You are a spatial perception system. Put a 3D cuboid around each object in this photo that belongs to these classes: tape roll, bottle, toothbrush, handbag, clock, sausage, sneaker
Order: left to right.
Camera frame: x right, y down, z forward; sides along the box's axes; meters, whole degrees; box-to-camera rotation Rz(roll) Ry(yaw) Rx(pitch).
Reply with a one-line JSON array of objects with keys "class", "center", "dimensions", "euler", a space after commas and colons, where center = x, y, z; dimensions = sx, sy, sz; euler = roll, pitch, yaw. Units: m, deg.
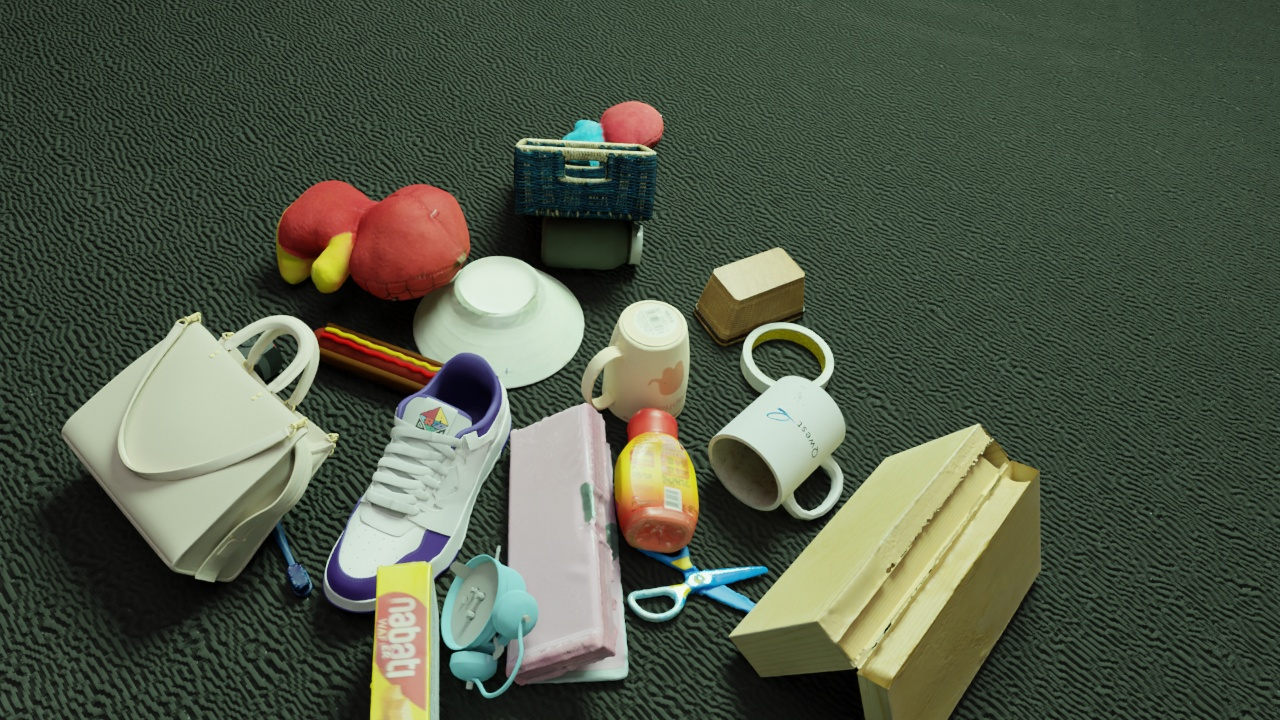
[{"class": "handbag", "center": [-0.342, 0.048, 0.761], "dimensions": [0.194, 0.101, 0.197], "euler": [37, 82, 23]}, {"class": "toothbrush", "center": [-0.322, 0.123, 0.787], "dimensions": [0.016, 0.017, 0.190], "euler": [-22, 56, -25]}, {"class": "sausage", "center": [-0.248, 0.003, 0.884], "dimensions": [0.155, 0.040, 0.040], "euler": [19, 50, 9]}, {"class": "sneaker", "center": [-0.181, 0.091, 0.769], "dimensions": [0.092, 0.111, 0.243], "euler": [19, 50, 9]}, {"class": "clock", "center": [-0.117, 0.200, 0.698], "dimensions": [0.042, 0.087, 0.123], "euler": [31, 15, -34]}, {"class": "bottle", "center": [-0.053, -0.130, 1.004], "dimensions": [0.108, 0.060, 0.060], "euler": [2, 50, -5]}, {"class": "bottle", "center": [0.013, 0.102, 0.814], "dimensions": [0.071, 0.049, 0.134], "euler": [12, 41, -14]}, {"class": "tape roll", "center": [0.150, 0.001, 0.944], "dimensions": [0.094, 0.019, 0.093], "euler": [3, 50, -4]}]

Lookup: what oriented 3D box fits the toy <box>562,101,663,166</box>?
[{"class": "toy", "center": [-0.033, -0.276, 1.135], "dimensions": [0.133, 0.062, 0.092], "euler": [-22, 41, -2]}]

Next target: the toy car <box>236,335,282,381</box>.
[{"class": "toy car", "center": [-0.381, 0.010, 0.859], "dimensions": [0.091, 0.042, 0.036], "euler": [-26, 55, -26]}]

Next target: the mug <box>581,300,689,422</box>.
[{"class": "mug", "center": [-0.005, 0.005, 0.867], "dimensions": [0.111, 0.104, 0.085], "euler": [-23, 56, -25]}]

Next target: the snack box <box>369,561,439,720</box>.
[{"class": "snack box", "center": [-0.165, 0.252, 0.647], "dimensions": [0.042, 0.092, 0.200], "euler": [-3, 50, -9]}]

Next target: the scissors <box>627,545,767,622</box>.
[{"class": "scissors", "center": [0.047, 0.193, 0.773], "dimensions": [0.131, 0.018, 0.108], "euler": [23, 54, 14]}]

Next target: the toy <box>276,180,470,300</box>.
[{"class": "toy", "center": [-0.268, -0.125, 0.929], "dimensions": [0.217, 0.099, 0.147], "euler": [10, 53, 28]}]

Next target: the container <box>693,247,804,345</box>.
[{"class": "container", "center": [0.120, -0.071, 0.973], "dimensions": [0.113, 0.061, 0.063], "euler": [-21, 55, -22]}]

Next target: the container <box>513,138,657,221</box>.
[{"class": "container", "center": [-0.062, -0.198, 0.998], "dimensions": [0.145, 0.071, 0.187], "euler": [2, 16, -5]}]

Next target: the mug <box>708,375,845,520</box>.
[{"class": "mug", "center": [0.135, 0.089, 0.837], "dimensions": [0.096, 0.083, 0.119], "euler": [-37, 90, -31]}]

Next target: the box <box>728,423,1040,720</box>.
[{"class": "box", "center": [0.219, 0.176, 0.735], "dimensions": [0.179, 0.142, 0.247], "euler": [40, 57, 16]}]

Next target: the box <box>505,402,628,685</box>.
[{"class": "box", "center": [-0.060, 0.157, 0.779], "dimensions": [0.099, 0.080, 0.232], "euler": [-24, 47, 19]}]

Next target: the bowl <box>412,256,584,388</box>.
[{"class": "bowl", "center": [-0.144, -0.056, 0.933], "dimensions": [0.176, 0.058, 0.176], "euler": [3, 49, -4]}]
